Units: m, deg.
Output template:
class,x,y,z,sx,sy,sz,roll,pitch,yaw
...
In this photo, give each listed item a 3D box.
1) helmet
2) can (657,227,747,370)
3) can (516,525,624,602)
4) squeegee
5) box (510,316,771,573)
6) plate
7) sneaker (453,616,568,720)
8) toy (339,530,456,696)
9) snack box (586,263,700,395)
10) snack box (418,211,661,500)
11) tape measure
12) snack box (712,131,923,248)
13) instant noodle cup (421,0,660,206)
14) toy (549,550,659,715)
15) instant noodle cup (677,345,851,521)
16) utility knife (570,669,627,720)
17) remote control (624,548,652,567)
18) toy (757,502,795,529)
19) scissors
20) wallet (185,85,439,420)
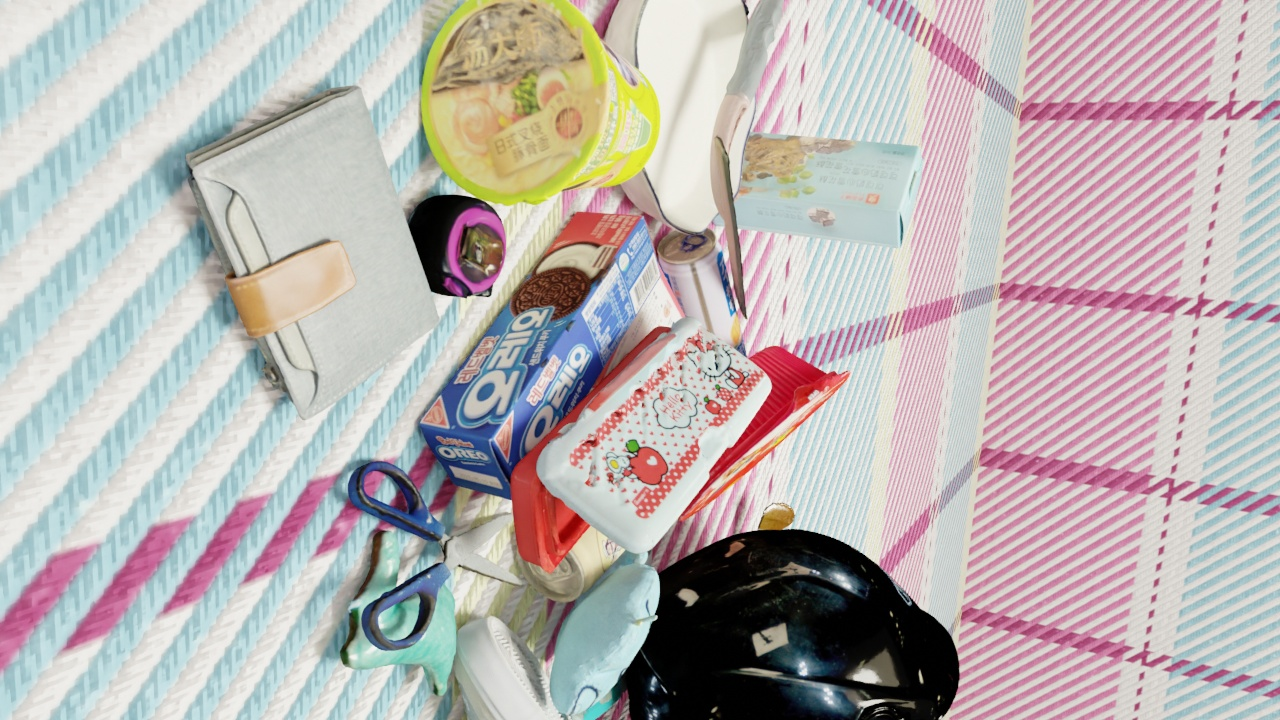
class,x,y,z,sx,sy,sz,roll,pitch,yaw
helmet,0.116,0.251,0.762,0.230,0.274,0.233,61,-1,-23
can,0.053,-0.045,0.775,0.053,0.053,0.135,-57,143,-37
can,-0.033,0.117,0.658,0.116,0.059,0.058,-38,129,-51
squeegee,0.079,-0.192,0.707,0.248,0.040,0.249,66,34,-67
box,0.012,0.049,0.569,0.200,0.099,0.095,-45,141,-50
plate,0.030,-0.202,0.703,0.204,0.046,0.205,-23,116,-58
sneaker,-0.081,0.277,0.606,0.090,0.089,0.242,-27,111,-8
toy,-0.134,0.145,0.517,0.091,0.030,0.096,21,68,-62
snack box,-0.004,0.004,0.695,0.113,0.044,0.127,-66,147,-27
snack box,-0.056,-0.011,0.584,0.206,0.058,0.057,-60,146,-35
tape measure,-0.100,-0.063,0.509,0.057,0.039,0.057,13,86,-61
snack box,0.149,-0.150,0.796,0.052,0.175,0.074,66,41,-53
instant noodle cup,-0.044,-0.143,0.530,0.123,0.112,0.112,-17,112,-66
toy,-0.024,0.180,0.630,0.157,0.050,0.161,-51,-176,47
instant noodle cup,0.088,0.052,0.783,0.193,0.066,0.194,-38,168,-10
utility knife,-0.028,0.255,0.708,0.187,0.013,0.029,46,34,-74
remote control,-0.005,0.121,0.750,0.055,0.020,0.136,-8,104,-61
toy,0.133,0.277,0.971,0.226,0.090,0.247,-44,132,-39
scissors,-0.115,0.114,0.527,0.162,0.012,0.162,-82,149,-50
wallet,-0.147,-0.050,0.432,0.106,0.037,0.130,-50,138,-45
